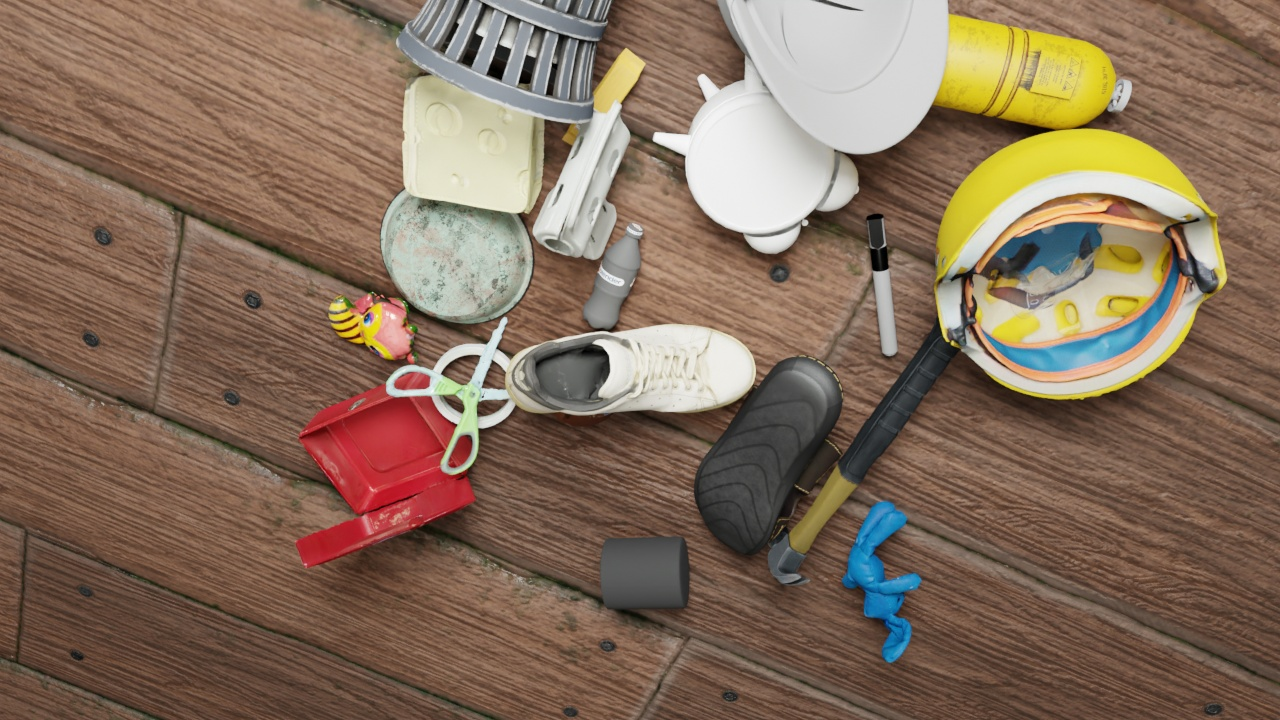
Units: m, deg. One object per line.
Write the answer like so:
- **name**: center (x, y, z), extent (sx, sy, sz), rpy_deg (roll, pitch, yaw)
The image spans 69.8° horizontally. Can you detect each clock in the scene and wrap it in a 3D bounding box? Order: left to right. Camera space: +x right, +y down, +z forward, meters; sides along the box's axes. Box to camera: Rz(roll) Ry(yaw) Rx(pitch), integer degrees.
- **clock**: center (0.104, -0.178, 0.800), extent (0.126, 0.072, 0.161), rpy_deg (-37, 114, 24)

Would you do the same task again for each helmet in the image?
- **helmet**: center (0.124, -0.290, 0.707), extent (0.183, 0.118, 0.271), rpy_deg (-21, 103, -16)
- **helmet**: center (0.350, -0.092, 0.765), extent (0.209, 0.139, 0.240), rpy_deg (-13, 137, 20)

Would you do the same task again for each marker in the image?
- **marker**: center (0.227, -0.069, 0.861), extent (0.016, 0.016, 0.141), rpy_deg (-8, 116, 13)

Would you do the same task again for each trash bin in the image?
- **trash bin**: center (-0.072, -0.323, 0.697), extent (0.164, 0.164, 0.228), rpy_deg (23, 115, -4)

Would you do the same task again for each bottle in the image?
- **bottle**: center (-0.023, -0.081, 0.882), extent (0.036, 0.036, 0.110), rpy_deg (22, 119, -3)
- **bottle**: center (0.305, -0.227, 0.734), extent (0.164, 0.070, 0.071), rpy_deg (12, 119, 2)

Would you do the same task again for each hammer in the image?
- **hammer**: center (0.220, 0.091, 0.904), extent (0.025, 0.117, 0.334), rpy_deg (27, 113, -8)

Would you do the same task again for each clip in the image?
- **clip**: center (-0.051, -0.145, 0.800), extent (0.072, 0.124, 0.143), rpy_deg (24, 163, -4)

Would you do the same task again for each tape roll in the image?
- **tape roll**: center (-0.174, 0.027, 0.966), extent (0.093, 0.013, 0.093), rpy_deg (0, 112, -1)

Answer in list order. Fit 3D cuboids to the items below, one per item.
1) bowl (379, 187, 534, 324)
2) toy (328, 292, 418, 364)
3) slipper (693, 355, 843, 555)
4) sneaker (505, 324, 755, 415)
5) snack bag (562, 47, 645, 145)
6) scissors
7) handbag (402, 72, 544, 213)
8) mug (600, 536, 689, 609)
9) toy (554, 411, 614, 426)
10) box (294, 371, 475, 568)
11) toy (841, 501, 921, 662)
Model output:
- **bowl**: center (-0.185, -0.100, 0.896), extent (0.157, 0.038, 0.158), rpy_deg (4, 118, 7)
- **toy**: center (-0.269, -0.033, 0.941), extent (0.103, 0.046, 0.084), rpy_deg (17, 141, 11)
- **slipper**: center (0.135, 0.096, 0.932), extent (0.113, 0.075, 0.269), rpy_deg (35, 131, 17)
- **sneaker**: center (-0.005, 0.005, 0.857), extent (0.241, 0.102, 0.089), rpy_deg (-4, 81, -8)
- **snack bag**: center (-0.033, -0.230, 0.814), extent (0.026, 0.020, 0.099), rpy_deg (32, 118, -15)
- **scissors**: center (-0.175, 0.033, 0.933), extent (0.174, 0.022, 0.171), rpy_deg (21, 87, -19)
- **handbag**: center (-0.149, -0.194, 0.814), extent (0.119, 0.081, 0.111), rpy_deg (9, 126, 3)
- **mug**: center (0.010, 0.247, 1.035), extent (0.088, 0.078, 0.114), rpy_deg (-4, 144, 11)
- **toy**: center (-0.067, 0.025, 0.948), extent (0.103, 0.070, 0.090), rpy_deg (-20, 101, 43)
- **box**: center (-0.279, 0.108, 0.982), extent (0.157, 0.153, 0.168), rpy_deg (-22, 82, 17)
- **toy**: center (0.258, 0.240, 0.978), extent (0.071, 0.112, 0.176), rpy_deg (-11, 107, -2)
